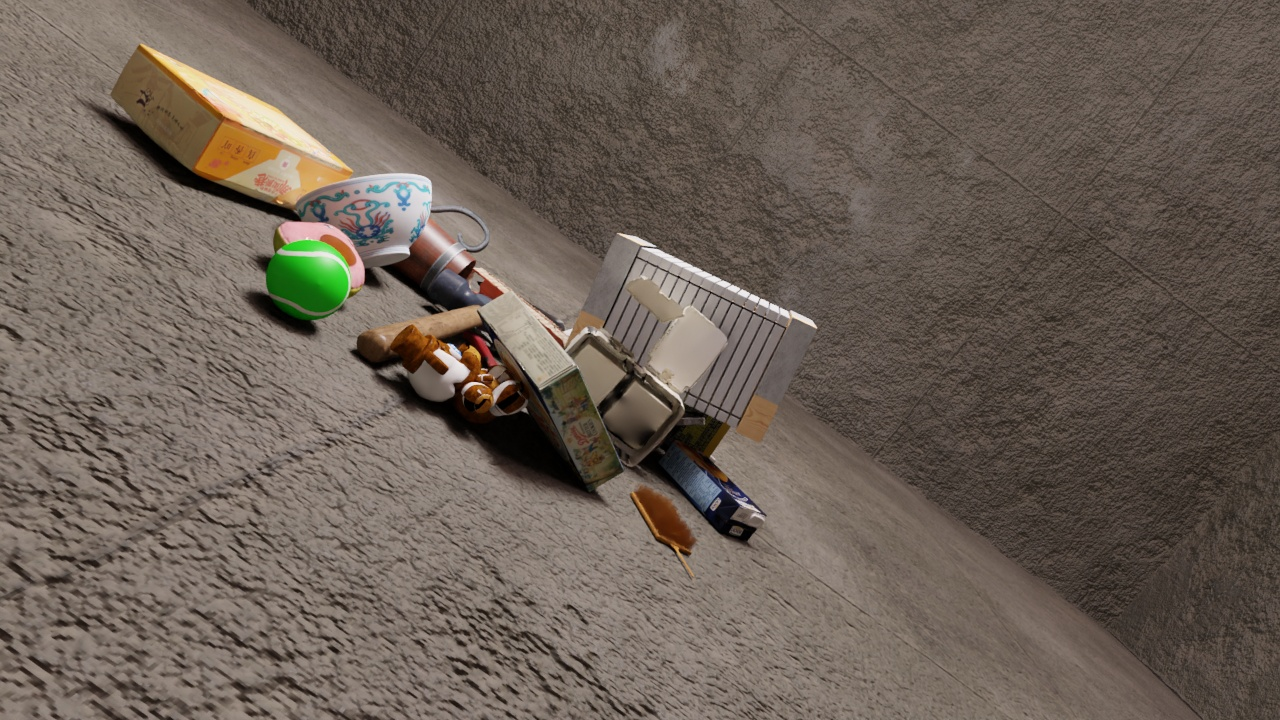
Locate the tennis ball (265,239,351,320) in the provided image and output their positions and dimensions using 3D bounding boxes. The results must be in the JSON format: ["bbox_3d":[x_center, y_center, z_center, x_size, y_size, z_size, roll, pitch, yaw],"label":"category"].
[{"bbox_3d":[-0.268,-0.065,0.742,0.065,0.065,0.065,35,8,-6],"label":"tennis ball"}]

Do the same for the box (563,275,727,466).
[{"bbox_3d":[-0.006,0.005,1.001,0.143,0.180,0.080,41,12,-14],"label":"box"}]

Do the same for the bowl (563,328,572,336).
[{"bbox_3d":[-0.050,-0.006,1.204,0.149,0.043,0.149,16,28,-9],"label":"bowl"}]

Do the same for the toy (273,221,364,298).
[{"bbox_3d":[-0.299,-0.099,0.858,0.090,0.051,0.110,34,7,-23],"label":"toy"}]

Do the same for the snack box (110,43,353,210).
[{"bbox_3d":[-0.427,-0.230,0.970,0.145,0.081,0.195,38,8,19],"label":"snack box"}]

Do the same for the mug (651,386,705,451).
[{"bbox_3d":[0.023,0.066,1.084,0.116,0.080,0.107,-2,3,11],"label":"mug"}]

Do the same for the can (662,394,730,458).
[{"bbox_3d":[0.071,0.059,1.209,0.104,0.135,0.075,34,8,2],"label":"can"}]

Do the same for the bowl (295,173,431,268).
[{"bbox_3d":[-0.290,-0.143,0.990,0.144,0.144,0.074,-9,86,-79],"label":"bowl"}]

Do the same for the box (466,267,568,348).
[{"bbox_3d":[-0.168,-0.054,1.153,0.187,0.057,0.067,38,40,22],"label":"box"}]

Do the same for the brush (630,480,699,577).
[{"bbox_3d":[0.029,0.160,0.867,0.048,0.017,0.126,32,9,-28],"label":"brush"}]

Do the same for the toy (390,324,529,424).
[{"bbox_3d":[-0.157,0.011,0.780,0.112,0.067,0.087,46,-6,-27],"label":"toy"}]

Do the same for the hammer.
[{"bbox_3d":[-0.199,-0.033,0.916,0.129,0.040,0.321,34,12,3],"label":"hammer"}]

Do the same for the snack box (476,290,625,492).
[{"bbox_3d":[-0.083,0.028,0.844,0.144,0.042,0.145,45,-19,46],"label":"snack box"}]

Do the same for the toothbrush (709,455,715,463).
[{"bbox_3d":[0.031,0.091,1.283,0.180,0.016,0.016,37,6,18],"label":"toothbrush"}]

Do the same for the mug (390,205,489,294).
[{"bbox_3d":[-0.251,-0.145,1.111,0.111,0.117,0.081,40,-10,-1],"label":"mug"}]

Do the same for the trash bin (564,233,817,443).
[{"bbox_3d":[0.063,-0.032,1.090,0.247,0.142,0.142,26,9,5],"label":"trash bin"}]

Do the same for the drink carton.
[{"bbox_3d":[0.081,0.150,1.063,0.064,0.040,0.130,27,13,-46],"label":"drink carton"}]

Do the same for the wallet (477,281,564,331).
[{"bbox_3d":[-0.167,-0.069,1.253,0.115,0.026,0.089,30,-9,-32],"label":"wallet"}]

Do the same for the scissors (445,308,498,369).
[{"bbox_3d":[-0.163,-0.009,1.047,0.179,0.015,0.198,33,8,-14],"label":"scissors"}]
